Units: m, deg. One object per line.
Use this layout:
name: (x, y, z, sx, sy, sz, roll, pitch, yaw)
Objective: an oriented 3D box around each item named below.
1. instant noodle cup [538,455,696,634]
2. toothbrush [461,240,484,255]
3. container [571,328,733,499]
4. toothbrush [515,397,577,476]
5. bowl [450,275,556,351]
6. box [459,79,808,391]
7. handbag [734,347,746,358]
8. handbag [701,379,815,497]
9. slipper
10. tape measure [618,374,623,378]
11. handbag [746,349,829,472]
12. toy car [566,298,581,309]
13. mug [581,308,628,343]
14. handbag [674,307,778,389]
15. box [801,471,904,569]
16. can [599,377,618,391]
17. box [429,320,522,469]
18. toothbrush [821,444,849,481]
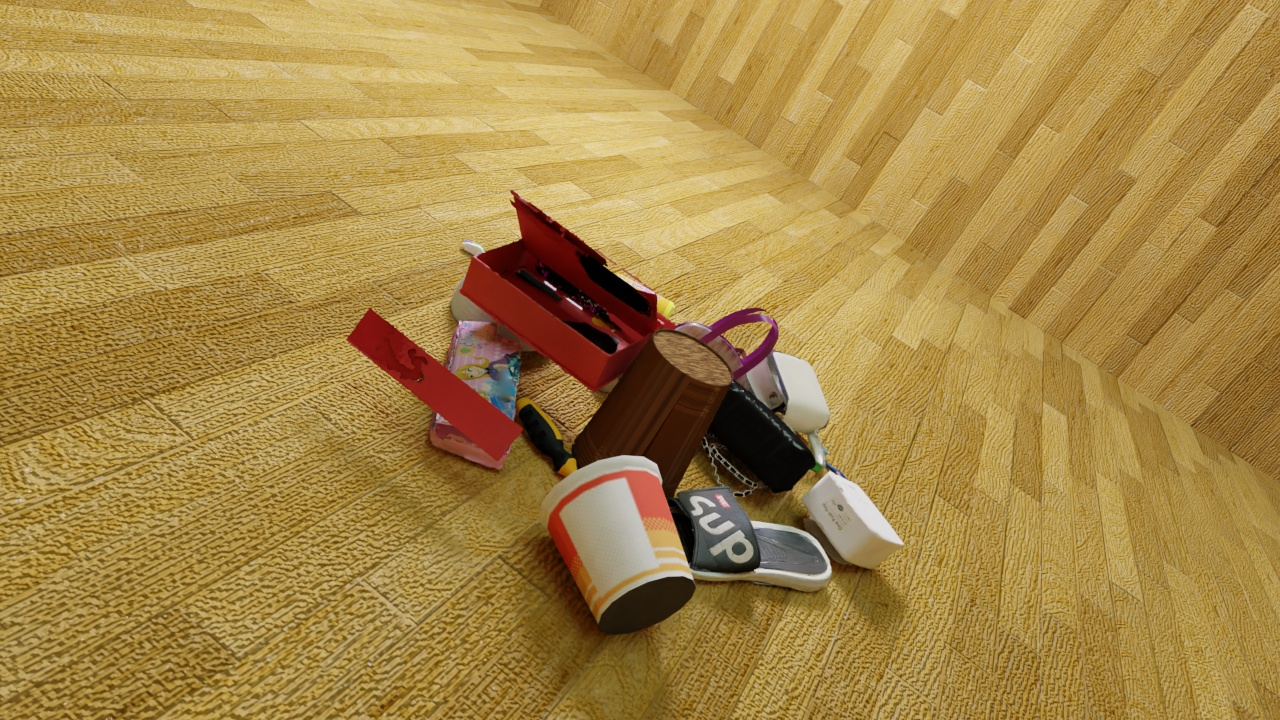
instant noodle cup: (-0.016, 0.175, 0.850, 0.123, 0.124, 0.121, 9, 40, -38)
toothbrush: (-0.176, -0.134, 1.354, 0.186, 0.015, 0.016, 24, 21, -15)
container: (0.018, 0.061, 1.025, 0.132, 0.168, 0.132, 24, 26, -13)
toothbrush: (-0.082, 0.111, 0.991, 0.196, 0.031, 0.030, 51, 18, 29)
bowl: (-0.162, -0.086, 1.181, 0.150, 0.075, 0.150, 16, 34, -11)
box: (-0.003, -0.152, 1.124, 0.213, 0.128, 0.424, 37, 64, 16)
handbag: (0.149, -0.003, 1.459, 0.055, 0.029, 0.119, 37, 21, 9)
handbag: (0.142, 0.115, 1.189, 0.154, 0.115, 0.125, 41, 3, 28)
slipper: (0.112, 0.193, 1.012, 0.263, 0.063, 0.111, 18, 28, -30)
tape measure: (-0.007, 0.007, 1.251, 0.058, 0.036, 0.065, 30, 26, 0)
handbag: (0.212, 0.081, 1.310, 0.151, 0.074, 0.176, 12, 53, -55)
toy car: (-0.091, -0.063, 1.299, 0.060, 0.028, 0.107, 37, 28, 13)
mug: (-0.016, -0.051, 1.283, 0.121, 0.078, 0.078, 28, 18, -51)
handbag: (0.108, -0.009, 1.233, 0.144, 0.170, 0.067, 48, 22, -19)
box: (0.248, 0.215, 1.148, 0.102, 0.102, 0.108, 28, 25, -49)
can: (-0.048, 0.007, 1.213, 0.031, 0.032, 0.080, 21, 27, -20)
box: (-0.173, 0.021, 1.015, 0.084, 0.063, 0.230, 23, 26, -16)
toothbrush: (0.284, 0.167, 1.296, 0.021, 0.017, 0.135, 13, 30, -35)
